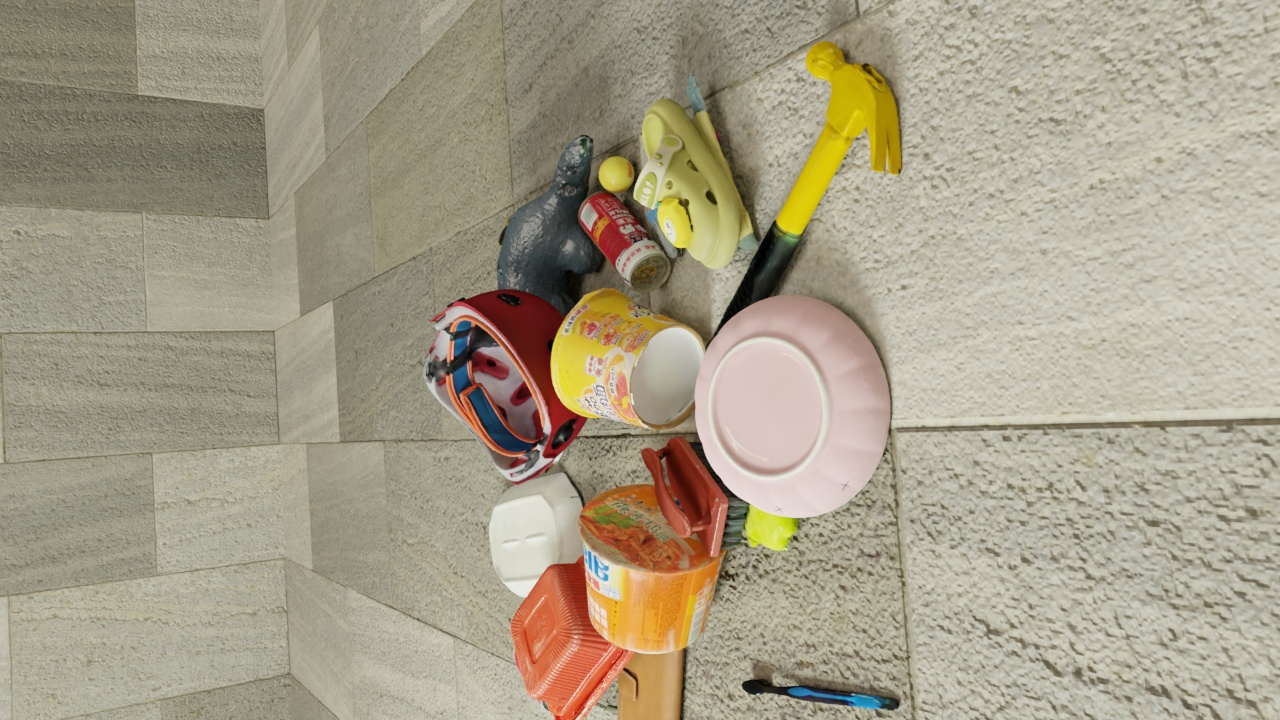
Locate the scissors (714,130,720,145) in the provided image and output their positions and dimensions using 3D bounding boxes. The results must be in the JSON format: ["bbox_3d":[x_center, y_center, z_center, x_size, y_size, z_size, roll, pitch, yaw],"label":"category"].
[{"bbox_3d":[0.047,-0.195,0.943,0.130,0.017,0.133,-5,92,54],"label":"scissors"}]

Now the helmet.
[{"bbox_3d":[-0.131,0.006,1.045,0.207,0.143,0.241,47,145,12],"label":"helmet"}]

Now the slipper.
[{"bbox_3d":[0.030,-0.167,0.884,0.092,0.081,0.190,104,147,-60],"label":"slipper"}]

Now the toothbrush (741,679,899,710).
[{"bbox_3d":[0.154,0.293,0.807,0.190,0.016,0.014,-20,66,53],"label":"toothbrush"}]

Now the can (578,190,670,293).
[{"bbox_3d":[-0.019,-0.131,1.011,0.132,0.053,0.053,54,134,41],"label":"can"}]

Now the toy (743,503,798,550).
[{"bbox_3d":[0.117,0.123,0.835,0.097,0.031,0.100,-51,48,47],"label":"toy"}]

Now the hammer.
[{"bbox_3d":[0.129,-0.115,0.803,0.128,0.032,0.302,60,138,38],"label":"hammer"}]

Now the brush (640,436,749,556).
[{"bbox_3d":[0.047,0.121,0.884,0.145,0.069,0.063,-123,36,-59],"label":"brush"}]

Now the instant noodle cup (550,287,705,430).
[{"bbox_3d":[-0.006,0.005,0.933,0.110,0.137,0.138,18,107,47],"label":"instant noodle cup"}]

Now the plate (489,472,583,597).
[{"bbox_3d":[-0.148,0.242,1.248,0.266,0.034,0.162,-22,73,55],"label":"plate"}]

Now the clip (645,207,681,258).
[{"bbox_3d":[0.029,-0.134,0.962,0.027,0.043,0.058,-20,90,59],"label":"clip"}]

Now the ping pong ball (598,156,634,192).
[{"bbox_3d":[-0.027,-0.209,1.031,0.040,0.040,0.040,5,95,57],"label":"ping pong ball"}]

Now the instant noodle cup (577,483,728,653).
[{"bbox_3d":[0.011,0.208,0.909,0.151,0.151,0.111,37,130,51],"label":"instant noodle cup"}]

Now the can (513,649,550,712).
[{"bbox_3d":[-0.118,0.397,1.182,0.094,0.066,0.067,35,120,51],"label":"can"}]

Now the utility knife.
[{"bbox_3d":[0.074,-0.190,0.884,0.031,0.020,0.190,-34,75,53],"label":"utility knife"}]

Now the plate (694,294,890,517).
[{"bbox_3d":[0.116,0.040,0.781,0.193,0.039,0.192,1,92,42],"label":"plate"}]

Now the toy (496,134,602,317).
[{"bbox_3d":[-0.118,-0.114,1.135,0.138,0.091,0.357,36,124,37],"label":"toy"}]

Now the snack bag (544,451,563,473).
[{"bbox_3d":[-0.106,0.096,1.182,0.048,0.026,0.104,-98,24,-54],"label":"snack bag"}]

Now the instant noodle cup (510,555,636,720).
[{"bbox_3d":[-0.084,0.317,1.071,0.189,0.079,0.164,-56,36,20],"label":"instant noodle cup"}]

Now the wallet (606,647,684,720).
[{"bbox_3d":[0.007,0.366,1.022,0.119,0.035,0.130,6,94,54],"label":"wallet"}]
